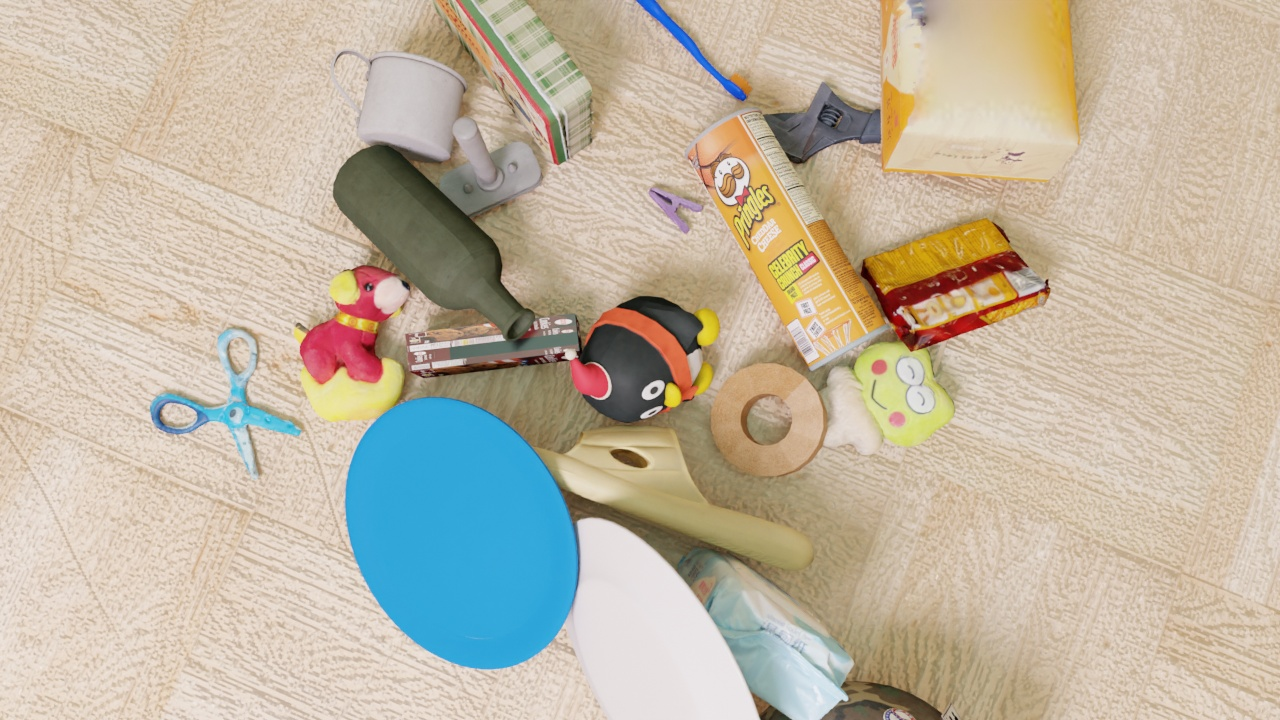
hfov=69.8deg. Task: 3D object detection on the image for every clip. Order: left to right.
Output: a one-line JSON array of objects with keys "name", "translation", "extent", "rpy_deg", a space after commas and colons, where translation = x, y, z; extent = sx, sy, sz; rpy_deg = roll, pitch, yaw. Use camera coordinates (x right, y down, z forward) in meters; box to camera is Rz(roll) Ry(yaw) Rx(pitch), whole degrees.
[{"name": "clip", "translation": [0.030, -0.131, 0.811], "extent": [0.050, 0.014, 0.046], "rpy_deg": [5, 86, -2]}]

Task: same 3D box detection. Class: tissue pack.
[{"name": "tissue pack", "translation": [0.083, 0.198, 0.684], "extent": [0.112, 0.182, 0.070], "rpy_deg": [36, 84, -2]}]

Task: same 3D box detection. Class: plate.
[{"name": "plate", "translation": [-0.143, 0.136, 0.731], "extent": [0.225, 0.024, 0.224], "rpy_deg": [6, 104, 26]}, {"name": "plate", "translation": [0.002, 0.228, 0.661], "extent": [0.016, 0.243, 0.242], "rpy_deg": [-22, 82, -31]}]

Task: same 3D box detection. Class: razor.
[{"name": "razor", "translation": [-0.134, -0.168, 0.765], "extent": [0.088, 0.116, 0.047], "rpy_deg": [-25, 78, -3]}]

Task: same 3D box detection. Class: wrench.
[{"name": "wrench", "translation": [0.239, -0.204, 0.813], "extent": [0.273, 0.022, 0.073], "rpy_deg": [5, 81, 2]}]

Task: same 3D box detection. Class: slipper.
[{"name": "slipper", "translation": [0.021, 0.095, 0.734], "extent": [0.261, 0.111, 0.079], "rpy_deg": [20, 84, 0]}]

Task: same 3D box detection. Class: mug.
[{"name": "mug", "translation": [-0.210, -0.219, 0.785], "extent": [0.113, 0.084, 0.070], "rpy_deg": [12, 85, -16]}]

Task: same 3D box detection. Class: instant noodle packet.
[{"name": "instant noodle packet", "translation": [0.265, -0.066, 0.773], "extent": [0.135, 0.040, 0.098], "rpy_deg": [-19, 54, -2]}]

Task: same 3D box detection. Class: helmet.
[{"name": "helmet", "translation": [0.174, 0.348, 0.650], "extent": [0.224, 0.193, 0.235], "rpy_deg": [-9, 50, 6]}]

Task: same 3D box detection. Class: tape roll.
[{"name": "tape roll", "translation": [0.107, 0.050, 0.765], "extent": [0.094, 0.027, 0.094], "rpy_deg": [-3, 82, 18]}]

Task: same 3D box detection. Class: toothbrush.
[{"name": "toothbrush", "translation": [0.033, -0.301, 0.831], "extent": [0.018, 0.016, 0.182], "rpy_deg": [-42, 84, -10]}]

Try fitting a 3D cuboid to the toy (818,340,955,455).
[{"name": "toy", "translation": [0.199, 0.035, 0.772], "extent": [0.115, 0.046, 0.092], "rpy_deg": [-22, 81, 6]}]

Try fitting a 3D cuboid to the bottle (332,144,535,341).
[{"name": "bottle", "translation": [-0.166, -0.093, 0.757], "extent": [0.071, 0.071, 0.207], "rpy_deg": [-45, 71, -5]}]

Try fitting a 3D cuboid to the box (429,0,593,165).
[{"name": "box", "translation": [-0.116, -0.269, 0.780], "extent": [0.050, 0.118, 0.205], "rpy_deg": [-35, 85, -9]}]

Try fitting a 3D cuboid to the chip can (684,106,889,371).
[{"name": "chip can", "translation": [0.122, -0.102, 0.774], "extent": [0.075, 0.075, 0.215], "rpy_deg": [-29, 83, -3]}]

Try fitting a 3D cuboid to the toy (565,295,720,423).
[{"name": "toy", "translation": [-0.004, 0.004, 0.743], "extent": [0.100, 0.098, 0.118], "rpy_deg": [28, 50, 22]}]

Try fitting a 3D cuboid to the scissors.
[{"name": "scissors", "translation": [-0.363, 0.044, 0.795], "extent": [0.134, 0.012, 0.134], "rpy_deg": [-19, 85, -2]}]

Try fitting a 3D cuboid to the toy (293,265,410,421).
[{"name": "toy", "translation": [-0.246, -0.015, 0.780], "extent": [0.105, 0.067, 0.137], "rpy_deg": [15, 95, 5]}]

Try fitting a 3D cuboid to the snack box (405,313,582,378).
[{"name": "snack box", "translation": [-0.122, -0.012, 0.778], "extent": [0.141, 0.051, 0.031], "rpy_deg": [-7, 83, 0]}]

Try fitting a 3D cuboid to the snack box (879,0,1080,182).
[{"name": "snack box", "translation": [0.282, -0.258, 0.774], "extent": [0.145, 0.081, 0.195], "rpy_deg": [4, 72, 1]}]
